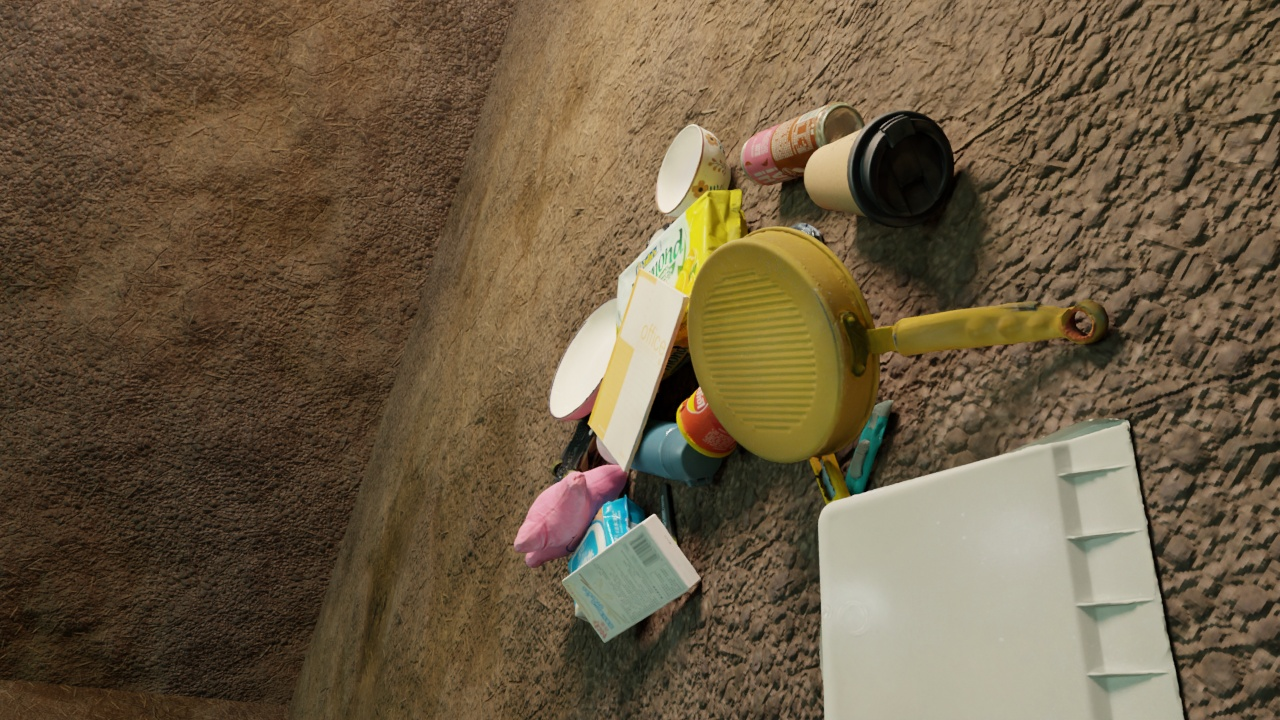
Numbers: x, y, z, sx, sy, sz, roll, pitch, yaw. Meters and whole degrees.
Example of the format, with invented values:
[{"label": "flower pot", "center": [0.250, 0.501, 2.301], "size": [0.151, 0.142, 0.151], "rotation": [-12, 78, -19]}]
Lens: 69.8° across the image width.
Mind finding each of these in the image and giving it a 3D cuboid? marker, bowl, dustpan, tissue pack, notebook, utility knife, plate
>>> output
[{"label": "marker", "center": [0.018, 0.013, 1.152], "size": [0.023, 0.018, 0.130], "rotation": [-16, 60, 39]}, {"label": "bowl", "center": [0.070, -0.224, 1.122], "size": [0.114, 0.062, 0.113], "rotation": [-43, 38, 48]}, {"label": "marker", "center": [0.030, 0.189, 1.021], "size": [0.018, 0.015, 0.124], "rotation": [-50, 32, 38]}, {"label": "dustpan", "center": [0.217, 0.183, 0.622], "size": [0.258, 0.142, 0.222], "rotation": [-13, 60, 31]}, {"label": "tissue pack", "center": [-0.037, 0.236, 1.080], "size": [0.140, 0.063, 0.090], "rotation": [-60, 28, 31]}, {"label": "notebook", "center": [-0.006, 0.006, 1.053], "size": [0.146, 0.010, 0.206], "rotation": [43, 117, 63]}, {"label": "utility knife", "center": [0.155, 0.080, 0.791], "size": [0.173, 0.015, 0.033], "rotation": [-100, 26, -55]}, {"label": "plate", "center": [-0.059, 0.002, 1.267], "size": [0.193, 0.039, 0.192], "rotation": [-46, 26, 30]}, {"label": "utility knife", "center": [0.175, 0.106, 0.754], "size": [0.029, 0.013, 0.160], "rotation": [-150, 76, -71]}]

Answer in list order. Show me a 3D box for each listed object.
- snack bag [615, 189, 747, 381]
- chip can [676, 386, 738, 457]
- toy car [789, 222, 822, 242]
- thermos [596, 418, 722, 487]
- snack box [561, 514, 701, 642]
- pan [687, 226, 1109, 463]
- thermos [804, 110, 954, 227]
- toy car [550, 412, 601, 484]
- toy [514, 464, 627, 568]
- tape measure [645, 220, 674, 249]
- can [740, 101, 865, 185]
[{"label": "snack bag", "center": [0.047, -0.074, 1.075], "size": [0.247, 0.068, 0.157], "rotation": [-38, 44, 52]}, {"label": "chip can", "center": [0.116, 0.008, 0.870], "size": [0.217, 0.073, 0.073], "rotation": [-52, 32, 42]}, {"label": "toy car", "center": [0.142, -0.079, 0.914], "size": [0.121, 0.036, 0.054], "rotation": [-61, 25, 6]}, {"label": "thermos", "center": [0.020, 0.097, 1.041], "size": [0.221, 0.070, 0.070], "rotation": [-1, 75, 65]}, {"label": "snack box", "center": [-0.013, 0.237, 0.988], "size": [0.084, 0.026, 0.157], "rotation": [54, 128, 8]}, {"label": "pan", "center": [0.169, -0.016, 0.706], "size": [0.358, 0.078, 0.198], "rotation": [-1, 103, 57]}, {"label": "thermos", "center": [0.197, -0.161, 0.782], "size": [0.143, 0.093, 0.093], "rotation": [-147, 74, -73]}, {"label": "toy car", "center": [-0.075, 0.118, 1.260], "size": [0.158, 0.042, 0.070], "rotation": [-64, 23, -2]}, {"label": "toy", "center": [-0.081, 0.182, 1.132], "size": [0.178, 0.074, 0.195], "rotation": [-41, -16, -16]}, {"label": "tape measure", "center": [0.032, -0.138, 1.191], "size": [0.066, 0.033, 0.066], "rotation": [-40, 41, 55]}, {"label": "can", "center": [0.161, -0.215, 0.923], "size": [0.147, 0.058, 0.058], "rotation": [2, 78, 66]}]
